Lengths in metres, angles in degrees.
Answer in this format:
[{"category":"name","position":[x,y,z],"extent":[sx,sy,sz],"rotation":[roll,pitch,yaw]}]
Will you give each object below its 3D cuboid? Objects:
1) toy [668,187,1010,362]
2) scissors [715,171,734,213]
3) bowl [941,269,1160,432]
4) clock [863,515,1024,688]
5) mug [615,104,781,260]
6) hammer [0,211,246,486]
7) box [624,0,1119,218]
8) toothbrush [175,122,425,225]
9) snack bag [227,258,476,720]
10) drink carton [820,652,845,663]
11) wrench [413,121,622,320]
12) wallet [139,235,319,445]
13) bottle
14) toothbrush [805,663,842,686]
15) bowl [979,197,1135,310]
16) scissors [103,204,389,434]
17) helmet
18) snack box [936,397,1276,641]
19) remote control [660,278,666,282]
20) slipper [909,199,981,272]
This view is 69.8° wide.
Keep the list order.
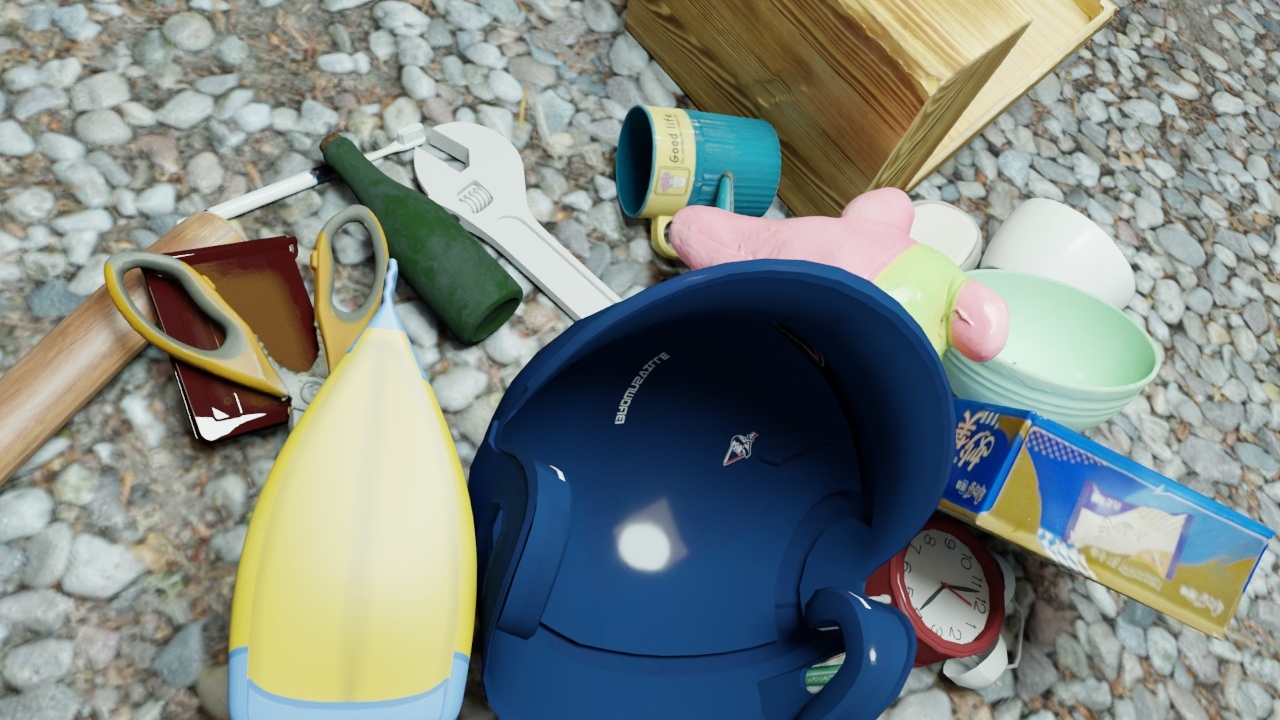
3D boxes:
[{"category":"toy","position":[0.113,-0.037,0.597],"extent":[0.237,0.096,0.192],"rotation":[33,90,27]},{"category":"scissors","position":[0.071,-0.070,0.674],"extent":[0.153,0.019,0.124],"rotation":[-42,114,-26]},{"category":"bowl","position":[0.277,0.002,0.656],"extent":[0.151,0.077,0.150],"rotation":[6,34,-4]},{"category":"clock","position":[0.201,0.158,0.611],"extent":[0.137,0.048,0.096],"rotation":[28,58,-11]},{"category":"mug","position":[0.043,-0.134,0.706],"extent":[0.107,0.083,0.113],"rotation":[-1,92,-22]},{"category":"hammer","position":[-0.329,0.023,0.514],"extent":[0.158,0.037,0.299],"rotation":[32,58,0]},{"category":"box","position":[0.196,-0.306,0.749],"extent":[0.322,0.284,0.279],"rotation":[-38,79,-18]},{"category":"toothbrush","position":[-0.231,-0.129,0.639],"extent":[0.186,0.017,0.012],"rotation":[-32,62,-29]},{"category":"snack bag","position":[-0.138,0.070,0.462],"extent":[0.102,0.159,0.205],"rotation":[6,75,-16]},{"category":"drink carton","position":[0.111,0.133,0.592],"extent":[0.040,0.059,0.122],"rotation":[12,60,-13]},{"category":"wrench","position":[-0.057,-0.073,0.670],"extent":[0.273,0.018,0.086],"rotation":[42,58,4]},{"category":"wallet","position":[-0.235,-0.016,0.550],"extent":[0.091,0.018,0.115],"rotation":[-17,86,-38]},{"category":"bottle","position":[-0.156,-0.089,0.621],"extent":[0.174,0.055,0.055],"rotation":[46,59,8]},{"category":"toothbrush","position":[0.061,0.203,0.563],"extent":[0.189,0.016,0.017],"rotation":[0,61,-19]},{"category":"bowl","position":[0.330,-0.068,0.745],"extent":[0.065,0.116,0.116],"rotation":[-42,81,-3]},{"category":"scissors","position":[-0.212,0.002,0.541],"extent":[0.216,0.016,0.225],"rotation":[10,70,-32]},{"category":"helmet","position":[0.033,0.059,0.488],"extent":[0.232,0.273,0.222],"rotation":[26,32,-20]},{"category":"snack box","position":[0.247,0.084,0.578],"extent":[0.155,0.203,0.069],"rotation":[25,90,-5]},{"category":"remote control","position":[-0.004,0.004,0.636],"extent":[0.030,0.009,0.139],"rotation":[32,67,-2]},{"category":"slipper","position":[0.186,-0.065,0.697],"extent":[0.113,0.081,0.265],"rotation":[38,57,21]}]
